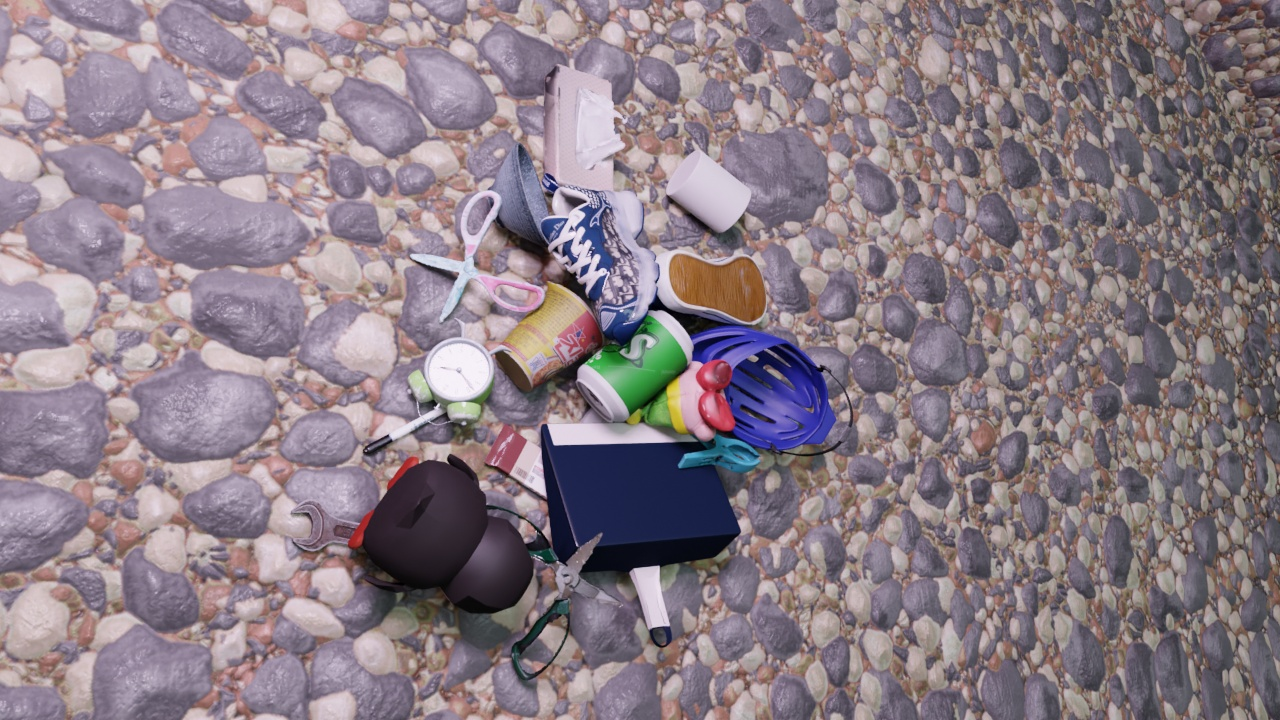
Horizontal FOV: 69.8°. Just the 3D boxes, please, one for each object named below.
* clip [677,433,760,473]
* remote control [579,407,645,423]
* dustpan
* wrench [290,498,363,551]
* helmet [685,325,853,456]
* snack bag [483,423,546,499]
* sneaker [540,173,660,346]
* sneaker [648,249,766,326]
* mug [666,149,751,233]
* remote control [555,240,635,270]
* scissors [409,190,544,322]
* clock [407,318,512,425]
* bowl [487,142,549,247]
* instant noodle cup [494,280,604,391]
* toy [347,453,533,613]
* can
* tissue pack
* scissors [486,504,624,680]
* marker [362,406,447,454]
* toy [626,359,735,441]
[{"bbox_3d":[0.104,0.114,1.218,0.116,0.026,0.097,18,46,-18],"label":"clip"},{"bbox_3d":[-0.008,0.108,1.209,0.151,0.019,0.074,46,59,-13],"label":"remote control"},{"bbox_3d":[0.001,0.212,1.142,0.235,0.080,0.272,2,51,-31],"label":"dustpan"},{"bbox_3d":[-0.257,0.209,1.032,0.273,0.010,0.070,19,68,-27],"label":"wrench"},{"bbox_3d":[0.175,0.045,1.218,0.241,0.228,0.148,31,89,-20],"label":"helmet"},{"bbox_3d":[-0.117,0.142,1.135,0.158,0.013,0.056,35,64,-20],"label":"snack bag"},{"bbox_3d":[-0.062,-0.131,1.120,0.132,0.103,0.269,19,39,-27],"label":"sneaker"},{"bbox_3d":[0.071,-0.100,1.281,0.293,0.127,0.120,-1,82,-53],"label":"sneaker"},{"bbox_3d":[0.100,-0.255,1.344,0.097,0.079,0.111,34,34,-21],"label":"mug"},{"bbox_3d":[-0.061,-0.156,1.246,0.125,0.018,0.038,-22,90,-32],"label":"remote control"},{"bbox_3d":[-0.192,-0.122,1.111,0.170,0.013,0.177,14,90,2],"label":"scissors"},{"bbox_3d":[-0.215,0.022,1.073,0.094,0.043,0.119,31,68,4],"label":"clock"},{"bbox_3d":[-0.158,-0.201,1.161,0.057,0.137,0.137,-16,85,6],"label":"bowl"},{"bbox_3d":[-0.117,-0.020,1.136,0.112,0.100,0.100,-44,102,-24],"label":"instant noodle cup"},{"bbox_3d":[-0.193,0.199,0.981,0.184,0.140,0.158,40,65,-19],"label":"toy"},{"bbox_3d":[-0.007,0.007,1.155,0.139,0.088,0.088,-41,101,-15],"label":"can"},{"bbox_3d":[-0.076,-0.310,1.250,0.103,0.071,0.181,9,69,-29],"label":"tissue pack"},{"bbox_3d":[-0.122,0.265,1.049,0.202,0.015,0.206,24,98,14],"label":"scissors"},{"bbox_3d":[-0.256,0.071,1.069,0.151,0.011,0.011,-31,95,-34],"label":"marker"},{"bbox_3d":[0.052,0.048,1.174,0.096,0.132,0.124,14,62,-36],"label":"toy"}]
